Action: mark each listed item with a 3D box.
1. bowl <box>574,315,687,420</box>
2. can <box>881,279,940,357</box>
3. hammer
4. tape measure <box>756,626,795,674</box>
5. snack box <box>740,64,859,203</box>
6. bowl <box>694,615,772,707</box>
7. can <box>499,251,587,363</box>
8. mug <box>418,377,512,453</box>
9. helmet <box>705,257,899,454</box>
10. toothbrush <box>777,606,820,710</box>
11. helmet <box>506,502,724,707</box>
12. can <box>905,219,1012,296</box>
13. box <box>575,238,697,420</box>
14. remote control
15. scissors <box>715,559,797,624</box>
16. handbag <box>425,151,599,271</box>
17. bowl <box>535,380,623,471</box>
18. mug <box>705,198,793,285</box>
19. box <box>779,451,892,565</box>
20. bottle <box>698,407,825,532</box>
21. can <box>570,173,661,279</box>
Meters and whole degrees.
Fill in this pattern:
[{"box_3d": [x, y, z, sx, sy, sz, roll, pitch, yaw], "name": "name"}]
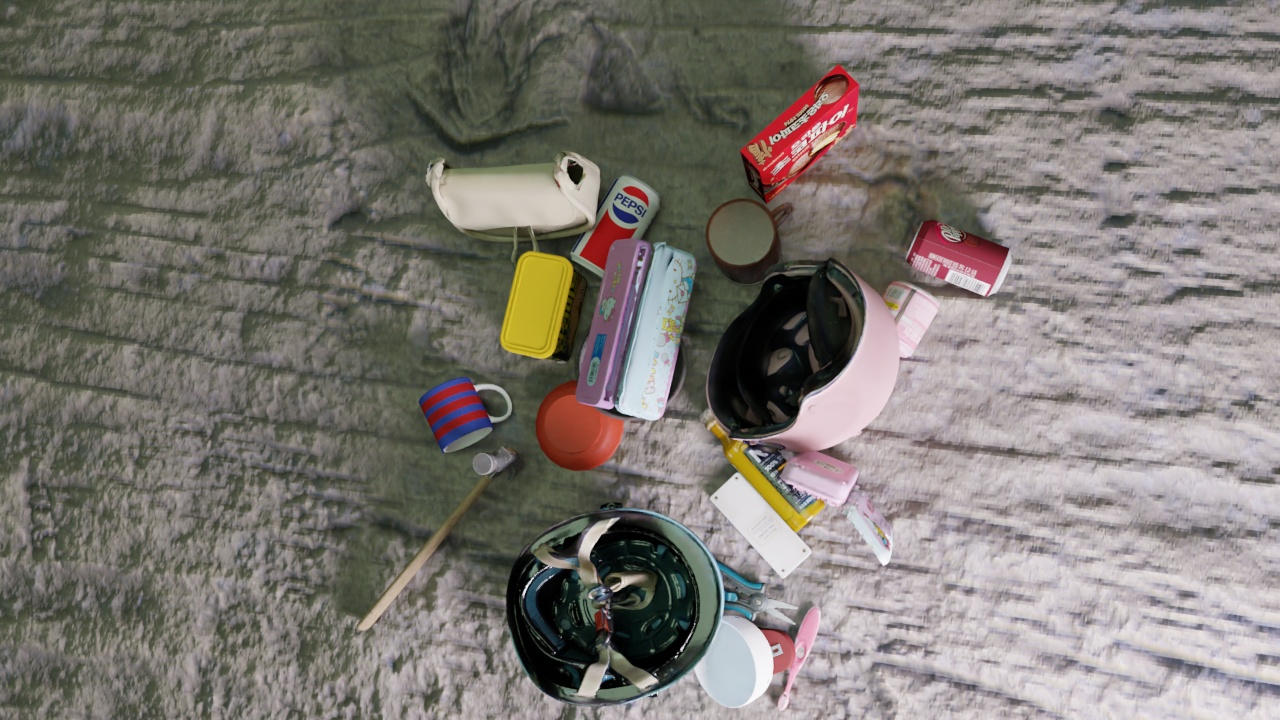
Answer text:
[{"box_3d": [-0.007, 0.007, 1.186, 0.145, 0.067, 0.145, -1, 83, 12], "name": "bowl"}, {"box_3d": [0.319, -0.051, 1.125, 0.067, 0.067, 0.076, 31, 90, 13], "name": "can"}, {"box_3d": [-0.268, 0.238, 1.204, 0.031, 0.119, 0.331, 42, 102, 13], "name": "hammer"}, {"box_3d": [0.161, 0.353, 1.126, 0.051, 0.019, 0.059, -30, 70, 23], "name": "tape measure"}, {"box_3d": [0.200, -0.277, 1.143, 0.152, 0.132, 0.036, -41, 77, 4], "name": "snack box"}, {"box_3d": [0.117, 0.361, 1.113, 0.105, 0.054, 0.105, 0, 90, 46], "name": "bowl"}, {"box_3d": [-0.122, -0.065, 1.201, 0.072, 0.101, 0.130, 12, 86, 13], "name": "can"}, {"box_3d": [-0.230, 0.066, 1.230, 0.111, 0.075, 0.076, -24, 78, -19], "name": "mug"}, {"box_3d": [0.197, 0.005, 1.079, 0.256, 0.152, 0.229, -28, 46, 48], "name": "helmet"}, {"box_3d": [0.194, 0.366, 1.127, 0.022, 0.016, 0.135, 19, 88, 18], "name": "toothbrush"}, {"box_3d": [-0.018, 0.284, 1.101, 0.266, 0.166, 0.225, -17, 79, 18], "name": "helmet"}, {"box_3d": [0.388, -0.126, 1.121, 0.114, 0.063, 0.063, 24, 88, 13], "name": "can"}, {"box_3d": [-0.001, -0.038, 1.138, 0.092, 0.090, 0.214, 15, 85, -30], "name": "box"}, {"box_3d": [0.151, 0.207, 1.158, 0.050, 0.011, 0.136, -44, 77, 4], "name": "remote control"}, {"box_3d": [0.117, 0.291, 1.151, 0.150, 0.019, 0.120, -19, 77, 7], "name": "scissors"}, {"box_3d": [-0.158, -0.193, 1.172, 0.229, 0.184, 0.132, 1, 82, 21], "name": "handbag"}, {"box_3d": [-0.085, 0.084, 1.209, 0.122, 0.035, 0.122, -1, 83, 12], "name": "bowl"}, {"box_3d": [0.143, -0.159, 1.156, 0.123, 0.110, 0.096, -43, 82, 4], "name": "mug"}, {"box_3d": [0.235, 0.155, 1.048, 0.155, 0.201, 0.059, 36, 99, 14], "name": "box"}, {"box_3d": [0.148, 0.127, 1.146, 0.053, 0.053, 0.186, -43, 77, 4], "name": "bottle"}, {"box_3d": [-0.032, -0.174, 1.211, 0.070, 0.070, 0.132, 31, 90, 13], "name": "can"}]
